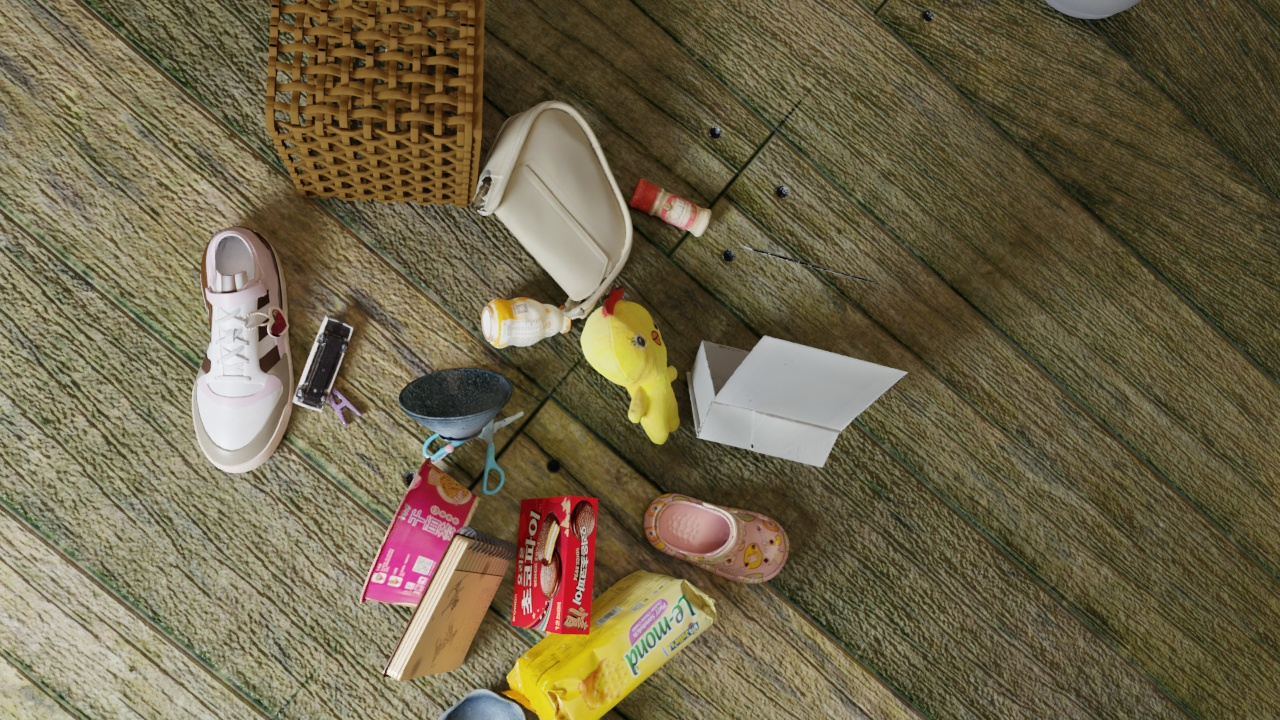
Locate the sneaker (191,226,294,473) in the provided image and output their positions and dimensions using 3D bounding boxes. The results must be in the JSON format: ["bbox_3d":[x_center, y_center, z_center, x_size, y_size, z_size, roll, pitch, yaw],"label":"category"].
[{"bbox_3d":[-0.467,-0.018,1.066,0.111,0.116,0.293,2,82,-12],"label":"sneaker"}]

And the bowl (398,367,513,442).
[{"bbox_3d":[-0.222,0.063,1.120,0.137,0.137,0.057,-7,115,-13],"label":"bowl"}]

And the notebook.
[{"bbox_3d":[-0.204,0.273,1.028,0.024,0.225,0.167,24,78,10],"label":"notebook"}]

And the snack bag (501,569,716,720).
[{"bbox_3d":[-0.038,0.330,1.070,0.246,0.160,0.068,-33,101,-23],"label":"snack bag"}]

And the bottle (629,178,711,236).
[{"bbox_3d":[0.040,-0.205,1.235,0.109,0.044,0.044,23,78,-8],"label":"bottle"}]

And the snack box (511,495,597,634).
[{"bbox_3d":[-0.103,0.241,1.090,0.035,0.133,0.152,11,75,-31],"label":"snack box"}]

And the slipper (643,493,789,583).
[{"bbox_3d":[0.101,0.228,1.170,0.197,0.082,0.093,16,80,-7],"label":"slipper"}]

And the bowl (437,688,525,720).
[{"bbox_3d":[-0.191,0.446,1.093,0.110,0.055,0.110,2,81,-11],"label":"bowl"}]

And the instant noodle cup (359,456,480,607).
[{"bbox_3d":[-0.245,0.206,1.049,0.077,0.179,0.178,24,78,-5],"label":"instant noodle cup"}]

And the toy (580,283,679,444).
[{"bbox_3d":[-0.007,0.007,1.168,0.092,0.133,0.207,-28,98,27],"label":"toy"}]

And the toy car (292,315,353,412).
[{"bbox_3d":[-0.389,0.004,1.120,0.039,0.039,0.113,25,78,-34],"label":"toy car"}]

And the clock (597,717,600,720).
[{"bbox_3d":[-0.082,0.462,1.100,0.057,0.083,0.117,34,81,-11],"label":"clock"}]

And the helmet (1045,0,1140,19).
[{"bbox_3d":[0.660,-0.586,1.382,0.271,0.118,0.182,29,47,-1],"label":"helmet"}]

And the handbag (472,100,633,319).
[{"bbox_3d":[-0.118,-0.187,1.156,0.229,0.132,0.183,48,59,-28],"label":"handbag"}]

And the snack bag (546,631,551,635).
[{"bbox_3d":[-0.104,0.332,1.144,0.026,0.020,0.099,-6,84,-20],"label":"snack bag"}]

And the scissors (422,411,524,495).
[{"bbox_3d":[-0.199,0.112,1.159,0.135,0.015,0.129,-27,87,-11],"label":"scissors"}]

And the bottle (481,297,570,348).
[{"bbox_3d":[-0.144,-0.049,1.166,0.108,0.063,0.063,-5,83,-26],"label":"bottle"}]

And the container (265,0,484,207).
[{"bbox_3d":[-0.296,-0.324,1.073,0.214,0.252,0.219,2,82,-12],"label":"container"}]

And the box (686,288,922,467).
[{"bbox_3d":[0.171,0.018,1.078,0.167,0.331,0.164,13,67,-10],"label":"box"}]

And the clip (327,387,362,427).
[{"bbox_3d":[-0.367,0.055,1.131,0.032,0.013,0.051,-35,88,-16],"label":"clip"}]
